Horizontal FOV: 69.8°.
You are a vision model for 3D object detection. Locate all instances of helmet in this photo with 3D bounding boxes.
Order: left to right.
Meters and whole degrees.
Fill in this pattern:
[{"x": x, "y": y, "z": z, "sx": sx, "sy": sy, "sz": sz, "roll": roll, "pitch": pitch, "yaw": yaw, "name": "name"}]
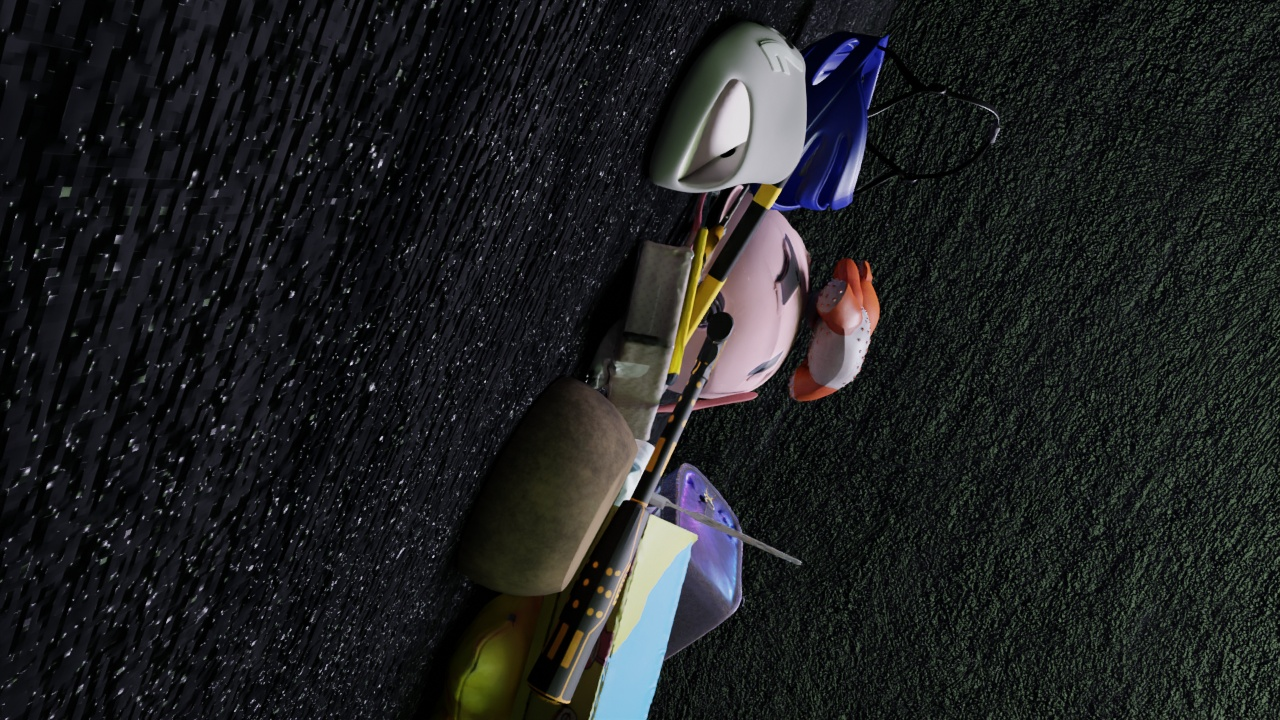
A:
[{"x": 0.115, "y": -0.067, "z": 1.073, "sx": 0.229, "sy": 0.152, "sz": 0.256, "roll": -38, "pitch": 149, "yaw": -66, "name": "helmet"}, {"x": 0.225, "y": -0.222, "z": 0.908, "sx": 0.241, "sy": 0.228, "sz": 0.148, "roll": -61, "pitch": 164, "yaw": -25, "name": "helmet"}]

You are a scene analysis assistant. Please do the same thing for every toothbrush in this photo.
[{"x": 0.049, "y": 0.052, "z": 1.028, "sx": 0.016, "sy": 0.184, "sz": 0.015, "roll": 116, "pitch": -38, "yaw": -58, "name": "toothbrush"}, {"x": 0.048, "y": -0.117, "z": 0.874, "sx": 0.135, "sy": 0.016, "sz": 0.021, "roll": -66, "pitch": 175, "yaw": 28, "name": "toothbrush"}, {"x": 0.080, "y": 0.174, "z": 0.946, "sx": 0.010, "sy": 0.181, "sz": 0.010, "roll": -48, "pitch": 159, "yaw": -63, "name": "toothbrush"}]

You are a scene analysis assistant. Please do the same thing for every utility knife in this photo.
[{"x": 0.047, "y": -0.082, "z": 0.807, "sx": 0.030, "sy": 0.019, "sz": 0.218, "roll": 148, "pitch": -48, "yaw": -73, "name": "utility knife"}]

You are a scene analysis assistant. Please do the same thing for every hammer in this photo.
[{"x": -0.002, "y": 0.112, "z": 0.714, "sx": 0.123, "sy": 0.036, "sz": 0.320, "roll": 88, "pitch": 27, "yaw": -78, "name": "hammer"}, {"x": 0.061, "y": -0.059, "z": 0.887, "sx": 0.325, "sy": 0.034, "sz": 0.169, "roll": -59, "pitch": 176, "yaw": 24, "name": "hammer"}]

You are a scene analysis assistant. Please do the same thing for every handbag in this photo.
[{"x": 0.006, "y": 0.234, "z": 1.061, "sx": 0.205, "sy": 0.125, "sz": 0.221, "roll": -36, "pitch": -164, "yaw": 13, "name": "handbag"}]

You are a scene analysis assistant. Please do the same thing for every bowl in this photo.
[{"x": -0.059, "y": 0.097, "z": 0.661, "sx": 0.162, "sy": 0.070, "sz": 0.162, "roll": -61, "pitch": 173, "yaw": -13, "name": "bowl"}]

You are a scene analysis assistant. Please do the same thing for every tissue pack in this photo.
[{"x": -0.038, "y": 0.134, "z": 0.980, "sx": 0.112, "sy": 0.070, "sz": 0.181, "roll": -61, "pitch": 174, "yaw": 5, "name": "tissue pack"}, {"x": -0.006, "y": -0.008, "z": 0.737, "sx": 0.182, "sy": 0.071, "sz": 0.103, "roll": 111, "pitch": -6, "yaw": -64, "name": "tissue pack"}]

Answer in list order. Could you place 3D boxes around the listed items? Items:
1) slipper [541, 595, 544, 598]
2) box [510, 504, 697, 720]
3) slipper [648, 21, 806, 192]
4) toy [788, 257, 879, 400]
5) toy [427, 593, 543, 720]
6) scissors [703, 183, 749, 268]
[{"x": -0.092, "y": 0.260, "z": 0.905, "sx": 0.103, "sy": 0.059, "sz": 0.249, "roll": -5, "pitch": 138, "yaw": -40, "name": "slipper"}, {"x": -0.031, "y": 0.239, "z": 0.793, "sx": 0.124, "sy": 0.082, "sz": 0.220, "roll": 35, "pitch": 69, "yaw": -59, "name": "box"}, {"x": 0.087, "y": -0.176, "z": 0.658, "sx": 0.113, "sy": 0.080, "sz": 0.265, "roll": -62, "pitch": 174, "yaw": 27, "name": "slipper"}, {"x": 0.233, "y": -0.043, "z": 1.096, "sx": 0.172, "sy": 0.093, "sz": 0.164, "roll": -49, "pitch": 154, "yaw": -55, "name": "toy"}, {"x": -0.140, "y": 0.301, "z": 0.806, "sx": 0.194, "sy": 0.087, "sz": 0.134, "roll": -65, "pitch": 170, "yaw": 24, "name": "toy"}, {"x": 0.069, "y": -0.115, "z": 0.934, "sx": 0.227, "sy": 0.016, "sz": 0.134, "roll": -57, "pitch": 177, "yaw": -46, "name": "scissors"}]
